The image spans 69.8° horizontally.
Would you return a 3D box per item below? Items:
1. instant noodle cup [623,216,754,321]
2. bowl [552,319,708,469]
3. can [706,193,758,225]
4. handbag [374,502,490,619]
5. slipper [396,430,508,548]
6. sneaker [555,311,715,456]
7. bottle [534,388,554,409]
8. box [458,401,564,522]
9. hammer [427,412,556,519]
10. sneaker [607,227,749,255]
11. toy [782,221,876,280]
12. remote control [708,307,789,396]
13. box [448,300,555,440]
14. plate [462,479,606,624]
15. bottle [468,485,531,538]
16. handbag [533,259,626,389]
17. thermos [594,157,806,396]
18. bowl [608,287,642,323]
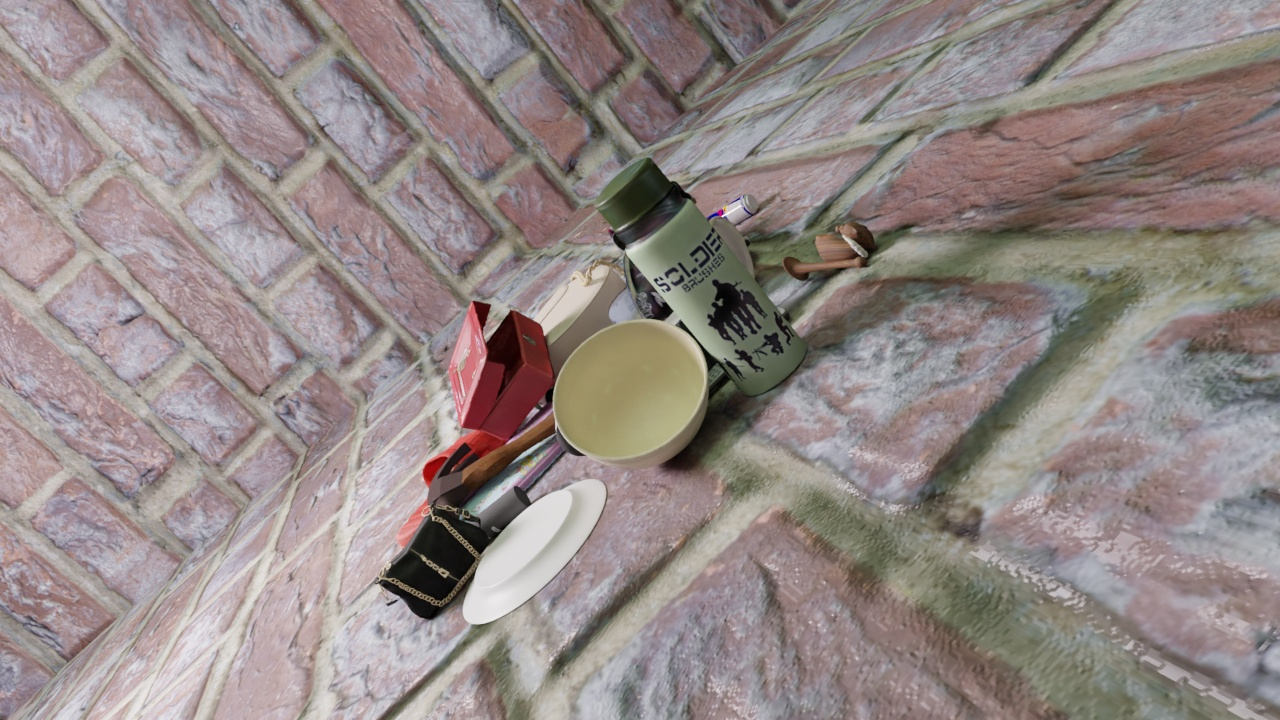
[{"bbox_3d":[0.065,-0.106,1.096,0.112,0.137,0.136,-19,25,32],"label":"instant noodle cup"},{"bbox_3d":[0.000,0.042,0.875,0.151,0.075,0.150,-9,57,15],"label":"bowl"},{"bbox_3d":[0.136,-0.221,1.403,0.095,0.032,0.032,-27,21,42],"label":"can"},{"bbox_3d":[-0.223,0.211,0.975,0.128,0.079,0.054,-52,20,-8],"label":"handbag"},{"bbox_3d":[-0.270,0.157,1.294,0.104,0.059,0.248,-22,26,49],"label":"slipper"},{"bbox_3d":[-0.004,0.021,1.001,0.239,0.089,0.124,-37,9,-18],"label":"sneaker"},{"bbox_3d":[-0.137,0.057,1.308,0.106,0.025,0.025,-19,27,54],"label":"bottle"},{"bbox_3d":[-0.159,0.134,1.148,0.213,0.035,0.151,-46,20,-17],"label":"box"},{"bbox_3d":[-0.121,0.086,1.106,0.323,0.033,0.115,-33,27,7],"label":"hammer"},{"bbox_3d":[0.048,-0.159,1.268,0.096,0.128,0.264,-48,19,-22],"label":"sneaker"},{"bbox_3d":[0.199,-0.113,0.945,0.102,0.041,0.054,2,66,57],"label":"toy"},{"bbox_3d":[0.098,-0.005,0.933,0.136,0.013,0.033,-43,16,-7],"label":"remote control"},{"bbox_3d":[-0.191,0.015,1.249,0.134,0.110,0.157,-61,30,24],"label":"box"},{"bbox_3d":[-0.112,0.182,0.919,0.189,0.016,0.188,-38,16,12],"label":"plate"},{"bbox_3d":[-0.175,0.186,1.034,0.113,0.030,0.030,-39,15,9],"label":"bottle"},{"bbox_3d":[-0.110,-0.051,1.375,0.210,0.103,0.209,-53,20,-23],"label":"handbag"},{"bbox_3d":[0.055,-0.078,0.831,0.082,0.231,0.082,-38,15,12],"label":"thermos"},{"bbox_3d":[0.018,-0.067,1.200,0.114,0.045,0.114,-27,-21,-11],"label":"bowl"}]
